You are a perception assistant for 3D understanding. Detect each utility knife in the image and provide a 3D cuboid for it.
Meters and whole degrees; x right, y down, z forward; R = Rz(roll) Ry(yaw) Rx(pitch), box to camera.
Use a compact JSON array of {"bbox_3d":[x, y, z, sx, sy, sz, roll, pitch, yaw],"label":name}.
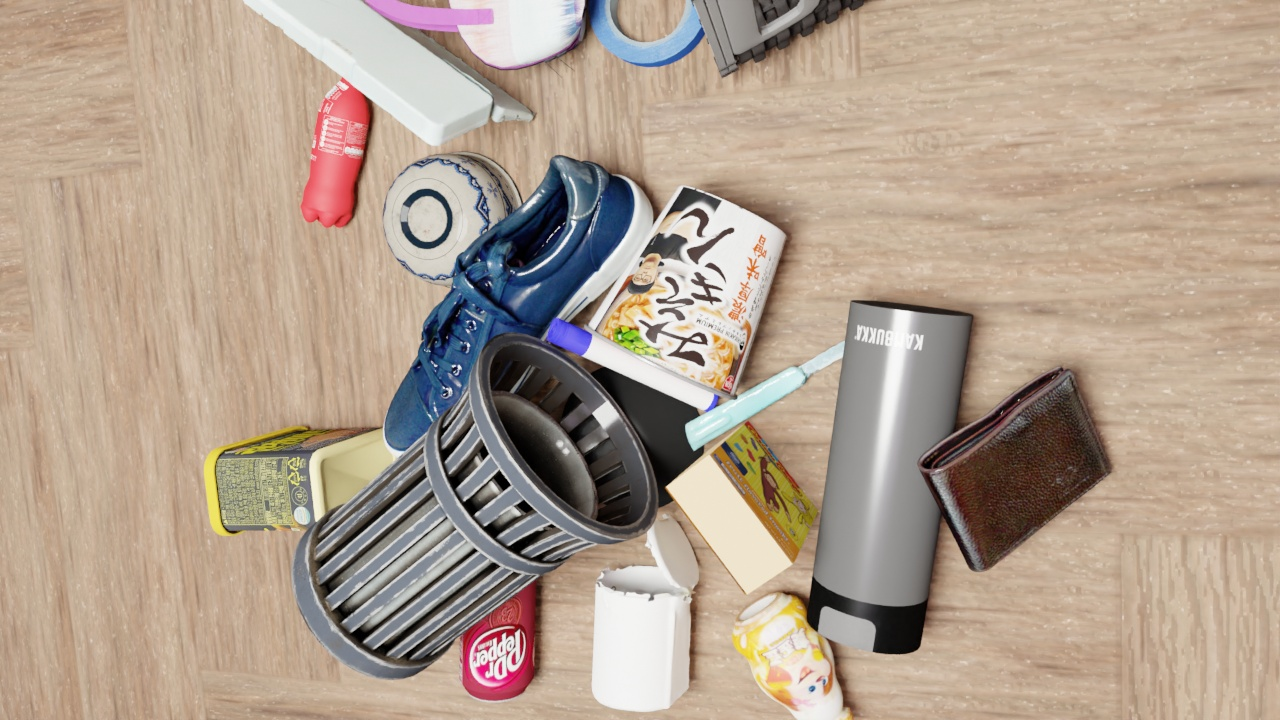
[{"bbox_3d":[0.106,0.020,0.694,0.169,0.015,0.022,-31,103,13],"label":"utility knife"}]

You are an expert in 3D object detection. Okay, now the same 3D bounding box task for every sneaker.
[{"bbox_3d":[-0.124,-0.037,0.695,0.295,0.127,0.120,-48,50,16],"label":"sneaker"}]

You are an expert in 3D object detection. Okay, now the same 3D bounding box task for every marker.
[{"bbox_3d":[-0.004,0.004,0.692,0.141,0.020,0.020,25,106,-23],"label":"marker"}]

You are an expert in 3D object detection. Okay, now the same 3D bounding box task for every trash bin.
[{"bbox_3d":[-0.127,0.114,0.658,0.228,0.164,0.164,-39,84,22],"label":"trash bin"}]

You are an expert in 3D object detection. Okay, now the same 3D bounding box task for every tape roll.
[{"bbox_3d":[0.008,-0.270,0.696,0.093,0.016,0.091,46,108,8],"label":"tape roll"}]

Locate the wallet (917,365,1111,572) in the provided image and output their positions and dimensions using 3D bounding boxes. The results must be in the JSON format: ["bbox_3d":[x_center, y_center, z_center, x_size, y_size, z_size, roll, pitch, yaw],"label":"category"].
[{"bbox_3d":[0.253,0.074,0.613,0.120,0.031,0.099,-35,116,-4],"label":"wallet"}]

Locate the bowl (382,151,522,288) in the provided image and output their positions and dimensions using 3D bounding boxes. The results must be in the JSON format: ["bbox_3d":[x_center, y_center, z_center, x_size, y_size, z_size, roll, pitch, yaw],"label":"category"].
[{"bbox_3d":[-0.159,-0.114,0.747,0.116,0.059,0.115,2,97,18],"label":"bowl"}]

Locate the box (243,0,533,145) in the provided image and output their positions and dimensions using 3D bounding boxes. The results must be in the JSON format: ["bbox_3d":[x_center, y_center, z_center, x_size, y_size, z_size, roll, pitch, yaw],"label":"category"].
[{"bbox_3d":[-0.186,-0.239,0.701,0.197,0.135,0.043,39,124,10],"label":"box"}]

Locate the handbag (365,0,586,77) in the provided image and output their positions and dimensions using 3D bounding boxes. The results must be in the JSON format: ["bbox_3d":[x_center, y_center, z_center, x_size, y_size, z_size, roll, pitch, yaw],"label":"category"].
[{"bbox_3d":[-0.125,-0.286,0.681,0.170,0.068,0.144,-1,97,-4],"label":"handbag"}]

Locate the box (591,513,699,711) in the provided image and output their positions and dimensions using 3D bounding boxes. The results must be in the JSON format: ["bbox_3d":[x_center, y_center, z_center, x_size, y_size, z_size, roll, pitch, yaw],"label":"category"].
[{"bbox_3d":[0.007,0.194,0.724,0.092,0.081,0.161,3,97,30],"label":"box"}]

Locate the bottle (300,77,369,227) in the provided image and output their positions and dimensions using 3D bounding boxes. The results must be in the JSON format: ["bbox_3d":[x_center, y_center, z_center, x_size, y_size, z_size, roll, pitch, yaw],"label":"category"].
[{"bbox_3d":[-0.256,-0.184,0.780,0.042,0.041,0.142,18,102,15],"label":"bottle"}]

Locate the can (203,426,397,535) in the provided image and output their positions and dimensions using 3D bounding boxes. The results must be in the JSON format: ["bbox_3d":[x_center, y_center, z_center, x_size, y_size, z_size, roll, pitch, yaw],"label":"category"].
[{"bbox_3d":[-0.280,0.099,0.777,0.101,0.130,0.072,-3,96,16],"label":"can"}]

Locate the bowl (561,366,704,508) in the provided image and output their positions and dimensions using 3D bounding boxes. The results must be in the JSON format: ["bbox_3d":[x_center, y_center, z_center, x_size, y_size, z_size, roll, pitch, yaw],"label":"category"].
[{"bbox_3d":[-0.016,0.066,0.726,0.124,0.052,0.124,2,97,18],"label":"bowl"}]

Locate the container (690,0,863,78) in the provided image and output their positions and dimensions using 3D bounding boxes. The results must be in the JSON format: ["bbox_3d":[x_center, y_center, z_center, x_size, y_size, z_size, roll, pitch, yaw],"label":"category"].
[{"bbox_3d":[0.105,-0.352,0.529,0.244,0.247,0.245,-22,89,11],"label":"container"}]

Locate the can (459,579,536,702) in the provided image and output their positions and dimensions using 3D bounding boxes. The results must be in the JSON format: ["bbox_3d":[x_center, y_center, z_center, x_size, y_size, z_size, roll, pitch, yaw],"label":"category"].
[{"bbox_3d":[-0.121,0.222,0.774,0.063,0.063,0.114,4,98,18],"label":"can"}]

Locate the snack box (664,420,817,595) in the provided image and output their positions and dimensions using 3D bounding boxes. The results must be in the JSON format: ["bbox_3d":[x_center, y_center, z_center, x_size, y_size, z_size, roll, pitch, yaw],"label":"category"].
[{"bbox_3d":[0.077,0.101,0.661,0.040,0.125,0.088,-39,84,18],"label":"snack box"}]

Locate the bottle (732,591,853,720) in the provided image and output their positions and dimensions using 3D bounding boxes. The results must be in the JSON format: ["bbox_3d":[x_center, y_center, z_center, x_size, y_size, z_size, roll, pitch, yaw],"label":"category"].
[{"bbox_3d":[0.118,0.233,0.697,0.063,0.063,0.109,-34,86,19],"label":"bottle"}]

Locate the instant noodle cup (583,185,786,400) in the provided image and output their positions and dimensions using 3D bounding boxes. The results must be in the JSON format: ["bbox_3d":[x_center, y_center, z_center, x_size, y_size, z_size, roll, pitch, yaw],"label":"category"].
[{"bbox_3d":[0.041,-0.053,0.666,0.124,0.123,0.122,27,95,13],"label":"instant noodle cup"}]

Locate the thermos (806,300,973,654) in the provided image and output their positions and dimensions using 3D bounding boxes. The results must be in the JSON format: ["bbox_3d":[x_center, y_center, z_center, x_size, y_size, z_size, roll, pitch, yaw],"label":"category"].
[{"bbox_3d":[0.174,0.082,0.650,0.082,0.082,0.240,9,99,17],"label":"thermos"}]
